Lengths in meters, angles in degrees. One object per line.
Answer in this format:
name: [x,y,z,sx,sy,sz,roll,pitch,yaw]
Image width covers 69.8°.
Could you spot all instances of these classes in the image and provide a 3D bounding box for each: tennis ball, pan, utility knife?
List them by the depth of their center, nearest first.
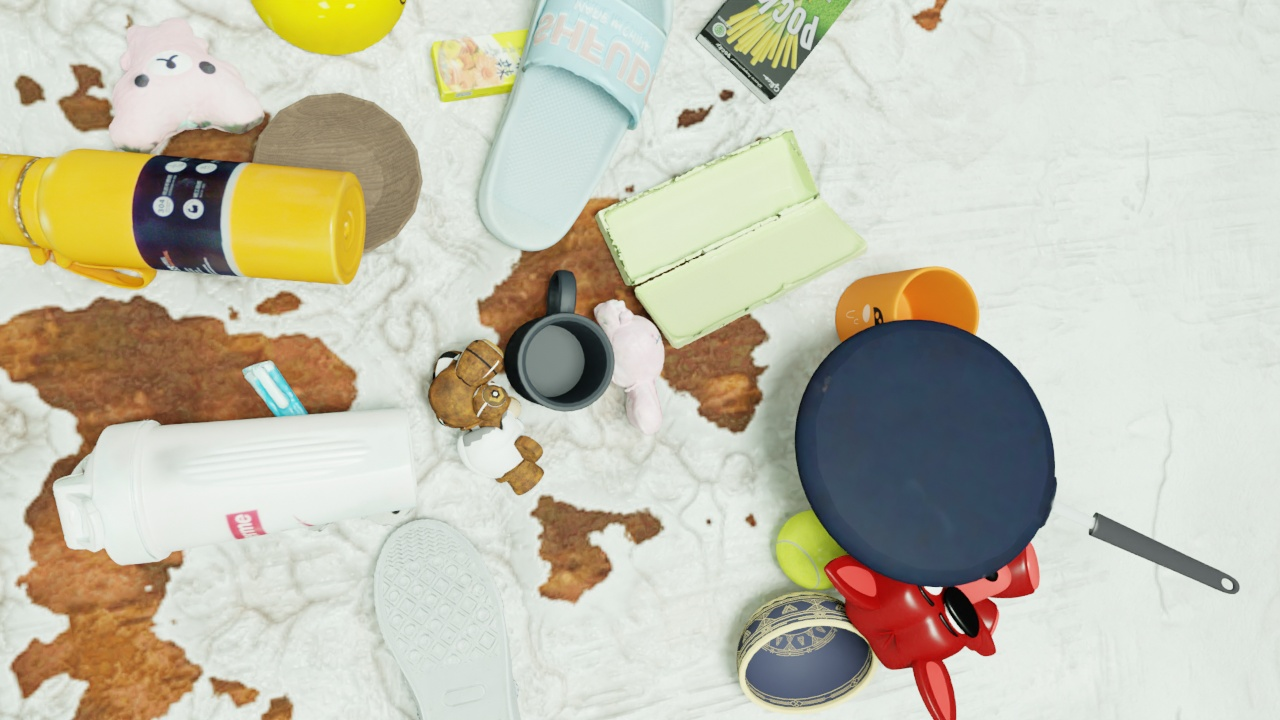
pan: [0.283,0.096,0.675,0.356,0.021,0.198,24,74,-2]
utility knife: [-0.249,0.054,0.677,0.022,0.015,0.124,-32,102,-8]
tennis ball: [0.146,0.157,0.761,0.065,0.065,0.065,0,91,-16]

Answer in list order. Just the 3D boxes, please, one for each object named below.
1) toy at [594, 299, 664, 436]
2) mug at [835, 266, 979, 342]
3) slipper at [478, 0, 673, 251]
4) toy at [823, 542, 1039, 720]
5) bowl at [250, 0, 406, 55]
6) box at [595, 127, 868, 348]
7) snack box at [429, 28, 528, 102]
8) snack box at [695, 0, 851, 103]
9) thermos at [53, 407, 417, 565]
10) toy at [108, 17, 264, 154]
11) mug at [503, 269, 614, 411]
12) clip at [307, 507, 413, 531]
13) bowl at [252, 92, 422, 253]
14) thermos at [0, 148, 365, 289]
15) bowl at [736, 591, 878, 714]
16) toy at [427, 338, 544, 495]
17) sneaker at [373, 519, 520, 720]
toy: [-0.004,0.004,0.719,0.047,0.063,0.110,-13,97,-16]
mug: [0.230,-0.022,0.765,0.077,0.096,0.112,-40,100,-12]
slipper: [-0.044,-0.193,0.675,0.104,0.074,0.245,20,102,-25]
toy: [0.230,0.168,0.724,0.158,0.121,0.196,55,39,-2]
bowl: [-0.224,-0.285,0.651,0.117,0.068,0.117,0,91,-16]
box: [0.073,-0.100,0.747,0.187,0.047,0.140,-28,74,-14]
snack box: [-0.085,-0.233,0.710,0.148,0.029,0.040,-14,95,-15]
snack box: [0.123,-0.299,0.768,0.080,0.025,0.147,39,81,-13]
thermos: [-0.267,0.079,0.624,0.220,0.099,0.099,-7,93,-12]
toy: [-0.322,-0.194,0.635,0.099,0.053,0.096,-18,83,-18]
mug: [-0.062,-0.016,0.694,0.071,0.077,0.105,4,90,-16]
clip: [-0.196,0.101,0.688,0.054,0.040,0.101,40,76,1]
bowl: [-0.220,-0.134,0.673,0.117,0.030,0.118,0,91,-15]
thermos: [-0.309,-0.089,0.609,0.232,0.076,0.091,5,96,-2]
bowl: [0.132,0.230,0.755,0.112,0.061,0.113,-2,123,-4]
toy: [-0.113,0.046,0.682,0.112,0.087,0.067,51,55,-18]
sneaker: [-0.132,0.234,0.680,0.089,0.087,0.235,-15,73,-7]
